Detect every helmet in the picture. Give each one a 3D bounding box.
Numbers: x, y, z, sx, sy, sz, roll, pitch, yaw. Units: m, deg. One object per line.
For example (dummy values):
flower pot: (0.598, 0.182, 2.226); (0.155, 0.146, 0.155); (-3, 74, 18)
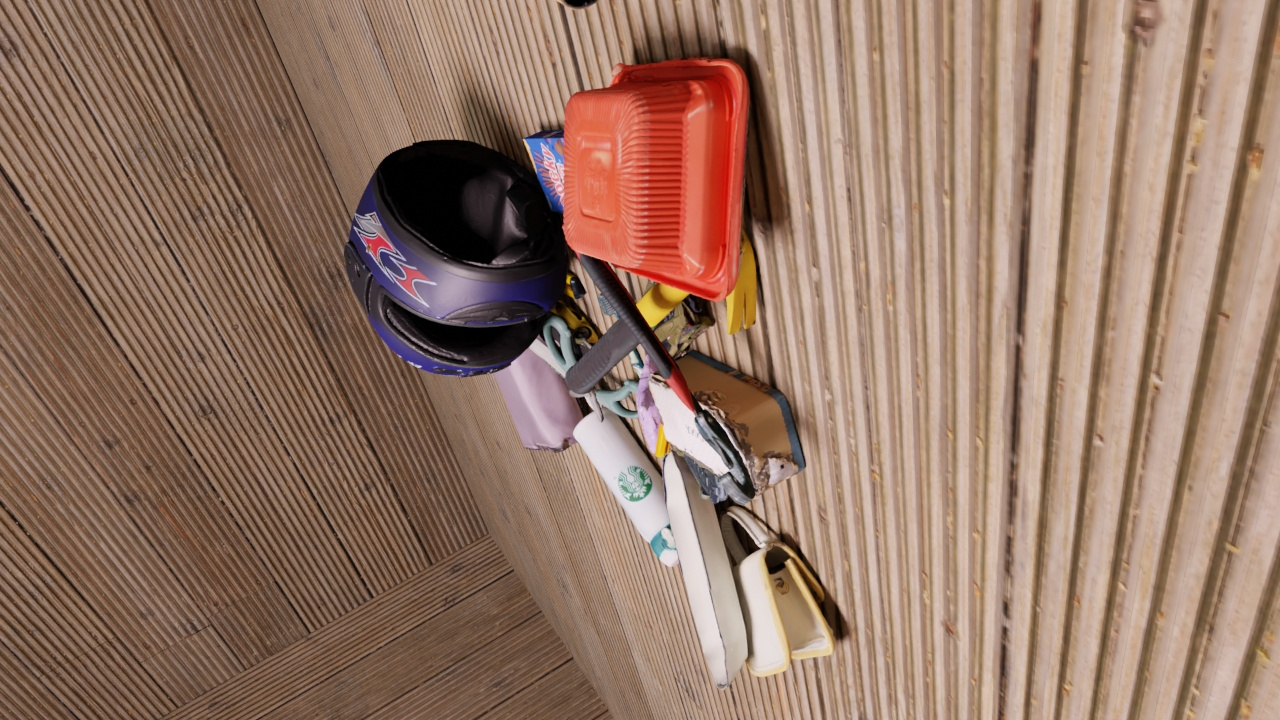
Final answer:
helmet: (-0.213, -0.098, 1.084); (0.315, 0.246, 0.241); (56, 145, 43)

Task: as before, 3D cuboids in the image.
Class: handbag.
handbag: (-0.156, 0.032, 1.369); (0.197, 0.098, 0.145); (67, 163, -12)
handbag: (0.133, 0.232, 0.963); (0.164, 0.063, 0.178); (111, 143, -66)

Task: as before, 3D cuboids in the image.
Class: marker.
marker: (0.031, 0.050, 0.970); (0.018, 0.015, 0.124); (-104, 19, -60)

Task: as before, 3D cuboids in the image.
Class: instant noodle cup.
instant noodle cup: (0.000, -0.135, 0.668); (0.189, 0.079, 0.164); (25, 119, 58)

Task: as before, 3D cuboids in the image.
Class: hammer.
hammer: (0.005, -0.039, 0.813); (0.128, 0.032, 0.302); (61, 144, 9)

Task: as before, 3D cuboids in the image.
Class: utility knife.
utility knife: (-0.121, -0.115, 1.195); (0.203, 0.015, 0.033); (34, 145, 55)

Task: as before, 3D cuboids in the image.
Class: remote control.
remote control: (-0.101, 0.012, 1.227); (0.135, 0.019, 0.056); (40, 177, -10)

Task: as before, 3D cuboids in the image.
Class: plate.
plate: (0.073, 0.228, 1.026); (0.162, 0.034, 0.265); (100, 158, -67)

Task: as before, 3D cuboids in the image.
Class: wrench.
wrench: (0.015, -0.002, 0.751); (0.273, 0.016, 0.056); (57, -162, 7)

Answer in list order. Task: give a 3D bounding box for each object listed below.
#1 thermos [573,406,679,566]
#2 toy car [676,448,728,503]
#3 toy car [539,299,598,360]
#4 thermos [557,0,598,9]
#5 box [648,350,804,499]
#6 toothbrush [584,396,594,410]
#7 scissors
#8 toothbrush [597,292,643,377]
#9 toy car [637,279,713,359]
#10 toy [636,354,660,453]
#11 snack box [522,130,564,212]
thermos: (-0.003, 0.164, 1.193); (0.224, 0.073, 0.073); (53, 160, 24)
toy car: (0.065, 0.099, 0.971); (0.120, 0.036, 0.054); (-124, 22, -50)
toy car: (-0.091, -0.037, 1.184); (0.156, 0.041, 0.071); (40, 153, 35)
thermos: (-0.083, -0.327, 0.692); (0.143, 0.092, 0.093); (43, 155, 25)
box: (0.072, 0.054, 0.854); (0.184, 0.061, 0.090); (34, 146, 58)
toothbrush: (-0.098, -0.013, 1.283); (0.017, 0.016, 0.187); (-17, 100, 62)
scissors: (-0.064, 0.011, 1.133); (0.171, 0.019, 0.178); (-6, 122, 56)
toothbrush: (-0.006, 0.006, 1.057); (0.191, 0.018, 0.016); (67, 161, -13)
toy car: (0.025, -0.040, 0.877); (0.070, 0.042, 0.158); (60, 164, 9)
toy: (0.016, 0.058, 1.018); (0.083, 0.039, 0.108); (-79, -15, -47)
snack box: (-0.070, -0.190, 0.933); (0.157, 0.026, 0.084); (25, 140, 61)
